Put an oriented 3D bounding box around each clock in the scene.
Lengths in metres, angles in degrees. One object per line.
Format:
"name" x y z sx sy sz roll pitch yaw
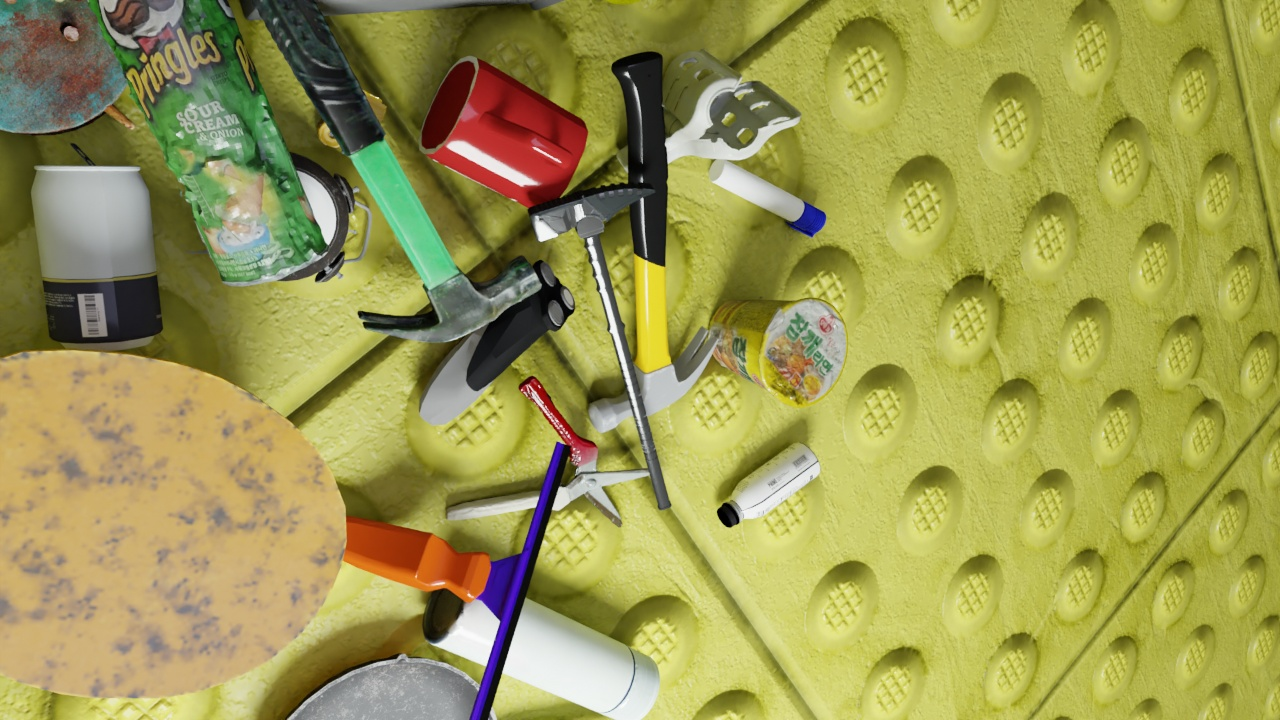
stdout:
"clock" -0.367 -0.210 0.536 0.121 0.073 0.158 -17 108 -27
"clock" -0.248 -0.100 0.648 0.122 0.044 0.091 9 96 -32

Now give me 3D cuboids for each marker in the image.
"marker" 0.121 -0.153 0.869 0.133 0.023 0.027 19 112 -33

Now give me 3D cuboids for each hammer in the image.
"hammer" 0.007 -0.088 0.754 0.126 0.029 0.324 -21 130 -24
"hammer" -0.005 0.005 0.770 0.095 0.015 0.325 -18 124 -5
"hammer" -0.183 -0.142 0.610 0.130 0.032 0.319 -30 128 -9

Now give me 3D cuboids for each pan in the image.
"pan" -0.154 0.346 0.807 0.356 0.040 0.208 7 97 -33

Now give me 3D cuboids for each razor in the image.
"razor" -0.119 -0.010 0.741 0.156 0.060 0.057 -41 130 -1

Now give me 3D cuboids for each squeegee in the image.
"squeegee" -0.178 0.155 0.719 0.184 0.055 0.249 20 65 -9

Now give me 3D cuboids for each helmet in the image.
"helmet" -0.329 0.091 0.589 0.255 0.131 0.205 28 85 -32

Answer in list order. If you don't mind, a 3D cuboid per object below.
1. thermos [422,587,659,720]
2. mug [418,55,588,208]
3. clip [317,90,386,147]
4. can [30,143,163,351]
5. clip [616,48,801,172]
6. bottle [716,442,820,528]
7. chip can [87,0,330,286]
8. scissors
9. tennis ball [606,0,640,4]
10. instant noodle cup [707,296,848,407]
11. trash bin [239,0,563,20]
"thermos" -0.082 0.257 0.814 0.230 0.068 0.068 35 82 -31
"mug" -0.097 -0.166 0.681 0.096 0.116 0.080 23 93 -33
"clip" -0.215 -0.180 0.661 0.054 0.046 0.048 23 63 -34
"can" -0.345 -0.073 0.584 0.064 0.064 0.127 -7 104 -30
"clip" 0.043 -0.209 0.759 0.150 0.126 0.110 -17 119 -2
"bottle" 0.127 0.128 0.924 0.115 0.041 0.041 -32 115 -21
"chip can" -0.260 -0.153 0.547 0.075 0.075 0.223 -28 120 -23
"scissors" -0.081 0.102 0.800 0.179 0.015 0.199 -32 127 -10
"tennis ball" -0.014 -0.317 0.727 0.065 0.065 0.065 -7 104 -30
"instant noodle cup" 0.119 -0.017 0.847 0.102 0.108 0.102 -7 105 -30
"trash bin" -0.166 -0.335 0.616 0.219 0.098 0.192 -15 108 -26
